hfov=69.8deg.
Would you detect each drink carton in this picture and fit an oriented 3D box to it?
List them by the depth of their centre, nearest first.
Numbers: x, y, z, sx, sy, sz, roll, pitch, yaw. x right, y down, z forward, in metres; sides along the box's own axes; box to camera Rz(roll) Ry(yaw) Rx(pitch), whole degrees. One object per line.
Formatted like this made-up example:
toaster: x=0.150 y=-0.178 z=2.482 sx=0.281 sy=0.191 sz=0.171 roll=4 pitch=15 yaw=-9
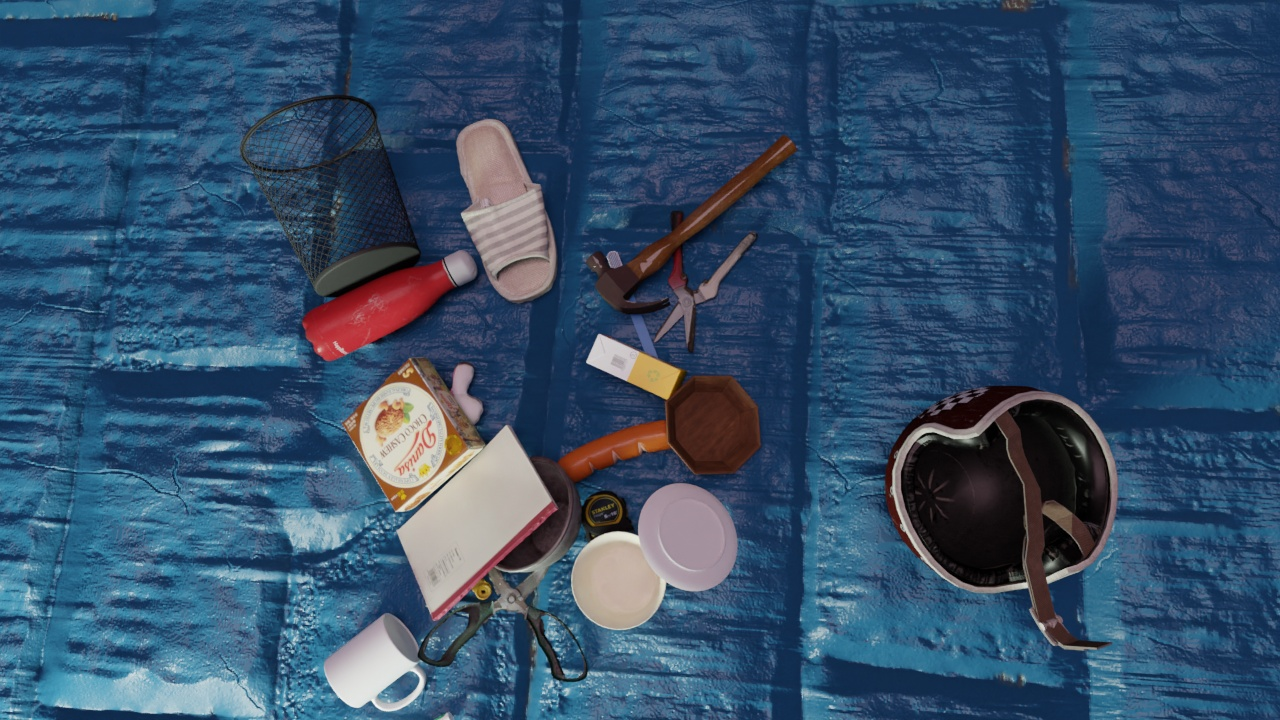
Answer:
drink carton: x=-0.007 y=0.007 z=1.179 sx=0.122 sy=0.058 sz=0.040 roll=24 pitch=93 yaw=11

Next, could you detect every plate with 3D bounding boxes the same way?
plate: x=0.061 y=0.213 z=1.120 sx=0.134 sy=0.011 sz=0.134 roll=11 pitch=61 yaw=-20
plate: x=0.088 y=0.081 z=1.155 sx=0.131 sy=0.025 sz=0.131 roll=3 pitch=78 yaw=-16

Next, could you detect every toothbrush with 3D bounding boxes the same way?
toothbrush: x=-0.011 y=-0.071 z=1.222 sx=0.016 sy=0.014 sz=0.166 roll=-22 pitch=78 yaw=2

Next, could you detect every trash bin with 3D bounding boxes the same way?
trash bin: x=-0.400 y=-0.209 z=1.219 sx=0.184 sy=0.184 sz=0.210 roll=-25 pitch=82 yaw=1

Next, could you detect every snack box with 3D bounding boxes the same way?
snack box: x=-0.295 y=0.095 z=1.185 sx=0.143 sy=0.041 sz=0.147 roll=-40 pitch=77 yaw=19

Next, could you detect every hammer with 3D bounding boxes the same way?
hammer: x=0.076 y=-0.183 z=1.210 sx=0.323 sy=0.033 sz=0.115 roll=-40 pitch=75 yaw=-3

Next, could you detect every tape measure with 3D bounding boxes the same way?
tape measure: x=-0.045 y=0.196 z=1.162 sx=0.062 sy=0.034 sz=0.061 roll=-16 pitch=80 yaw=2

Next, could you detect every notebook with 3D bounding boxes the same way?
notebook: x=-0.208 y=0.199 z=1.142 sx=0.209 sy=0.012 sz=0.153 roll=-43 pitch=50 yaw=7

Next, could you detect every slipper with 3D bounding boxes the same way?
slipper: x=-0.187 y=-0.211 z=1.254 sx=0.114 sy=0.054 sz=0.272 roll=-16 pitch=76 yaw=-2

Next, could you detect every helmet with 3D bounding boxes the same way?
helmet: x=0.397 y=0.147 z=1.007 sx=0.233 sy=0.254 sz=0.233 roll=-35 pitch=92 yaw=-26

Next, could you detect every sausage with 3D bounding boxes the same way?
sausage: x=-0.032 y=0.115 z=1.174 sx=0.164 sy=0.039 sz=0.044 roll=-21 pitch=77 yaw=2

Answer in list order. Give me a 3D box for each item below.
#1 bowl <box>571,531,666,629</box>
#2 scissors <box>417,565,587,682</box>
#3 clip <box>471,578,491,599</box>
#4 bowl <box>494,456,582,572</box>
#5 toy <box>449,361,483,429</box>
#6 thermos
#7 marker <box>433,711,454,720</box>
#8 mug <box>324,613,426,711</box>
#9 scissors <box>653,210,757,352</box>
bowl: x=-0.023 y=0.269 z=1.130 sx=0.115 sy=0.062 sz=0.115 roll=-1 pitch=79 yaw=6
scissors: x=-0.161 y=0.344 z=1.144 sx=0.201 sy=0.015 sz=0.205 roll=-43 pitch=83 yaw=-5
clip: x=-0.212 y=0.281 z=1.168 sx=0.054 sy=0.046 sz=0.048 roll=-43 pitch=52 yaw=-5
bowl: x=-0.126 y=0.199 z=1.139 sx=0.145 sy=0.067 sz=0.144 roll=-16 pitch=57 yaw=27
toy: x=-0.247 y=0.064 z=1.211 sx=0.079 sy=0.038 sz=0.122 roll=-12 pitch=76 yaw=-2
thermos: x=-0.331 y=-0.080 z=1.232 sx=0.240 sy=0.073 sz=0.073 roll=-26 pitch=77 yaw=1
marker: x=-0.300 y=0.480 z=1.144 sx=0.145 sy=0.017 sz=0.017 roll=-28 pitch=77 yaw=0
mug: x=-0.321 y=0.386 z=1.144 sx=0.090 sy=0.074 sz=0.110 roll=-38 pitch=103 yaw=-2
scissors: x=0.079 y=-0.115 z=1.219 sx=0.179 sy=0.015 sz=0.198 roll=-21 pitch=77 yaw=2
